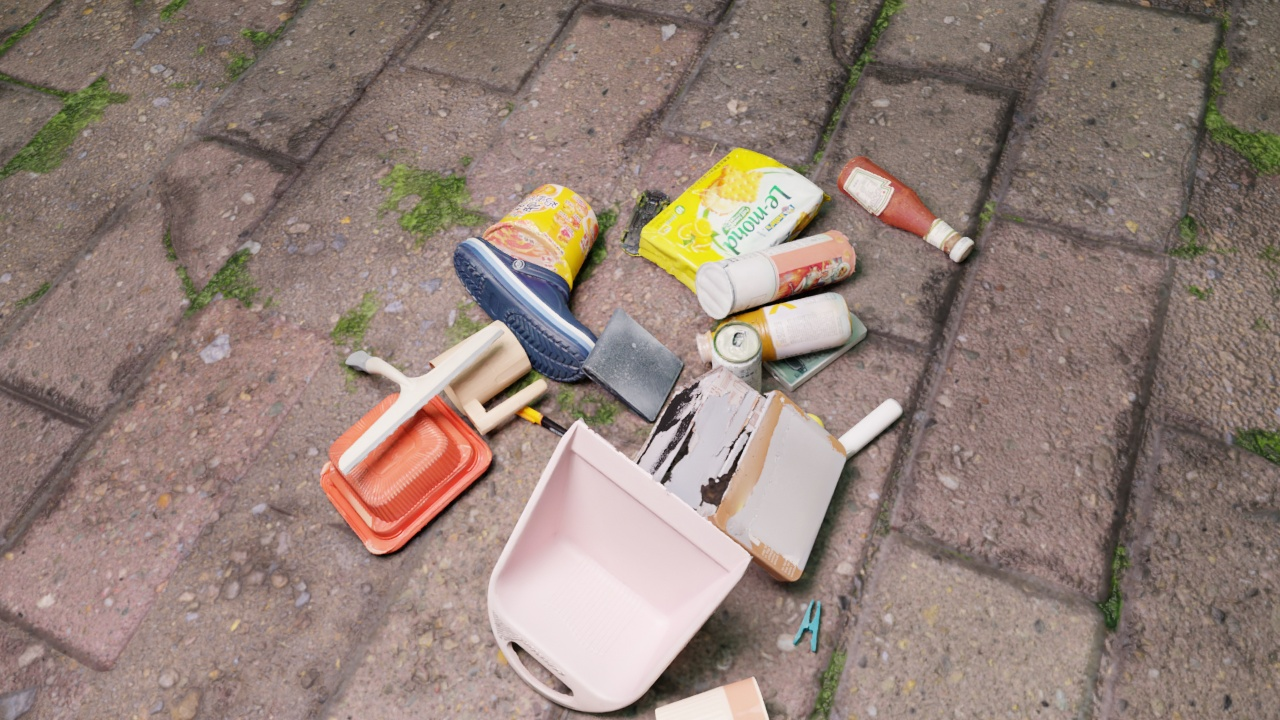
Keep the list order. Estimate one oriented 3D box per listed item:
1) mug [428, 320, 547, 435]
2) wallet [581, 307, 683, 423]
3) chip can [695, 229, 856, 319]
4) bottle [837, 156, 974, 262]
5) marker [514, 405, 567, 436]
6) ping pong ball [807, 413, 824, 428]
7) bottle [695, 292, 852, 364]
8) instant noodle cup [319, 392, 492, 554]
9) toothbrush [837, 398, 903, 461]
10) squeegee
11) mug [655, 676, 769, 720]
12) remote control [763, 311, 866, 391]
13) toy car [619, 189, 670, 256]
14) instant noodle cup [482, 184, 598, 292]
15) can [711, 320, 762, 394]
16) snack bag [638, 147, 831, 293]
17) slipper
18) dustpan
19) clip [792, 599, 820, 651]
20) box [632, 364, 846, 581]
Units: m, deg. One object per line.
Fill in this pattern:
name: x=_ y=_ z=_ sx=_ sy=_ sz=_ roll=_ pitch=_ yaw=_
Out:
mug: x=-0.192 y=0.022 z=1.165 sx=0.103 sy=0.084 sz=0.124 roll=-35 pitch=63 yaw=-17
wallet: x=-0.007 y=0.007 z=1.147 sx=0.121 sy=0.019 sz=0.097 roll=40 pitch=63 yaw=-21
chip can: x=0.175 y=-0.113 z=1.168 sx=0.214 sy=0.071 sz=0.071 roll=-18 pitch=55 yaw=-31
bottle: x=0.362 y=-0.205 z=1.253 sx=0.059 sy=0.060 sz=0.206 roll=-40 pitch=64 yaw=-17
marker: x=-0.113 y=0.083 z=1.154 sx=0.124 sy=0.018 sz=0.015 roll=27 pitch=64 yaw=20
ping pong ball: x=0.201 y=0.084 z=1.102 sx=0.040 sy=0.040 sz=0.040 roll=-3 pitch=58 yaw=5
bottle: x=0.165 y=-0.034 z=1.142 sx=0.189 sy=0.068 sz=0.068 roll=-13 pitch=57 yaw=6
instant noodle cup: x=-0.297 y=0.122 z=1.117 sx=0.188 sy=0.079 sz=0.164 roll=-44 pitch=60 yaw=-14
toothbrush: x=0.224 y=0.118 z=1.086 sx=0.220 sy=0.027 sz=0.026 roll=-36 pitch=39 yaw=-15
squeegee: x=-0.324 y=0.012 z=1.143 sx=0.246 sy=0.039 sz=0.247 roll=-44 pitch=33 yaw=-21
mug: x=0.080 y=0.387 z=0.913 sx=0.106 sy=0.081 sz=0.114 roll=-16 pitch=87 yaw=-1
remote control: x=0.224 y=-0.017 z=1.175 sx=0.135 sy=0.019 sz=0.056 roll=-34 pitch=59 yaw=-14
toy car: x=0.008 y=-0.193 z=1.304 sx=0.048 sy=0.032 sz=0.105 roll=18 pitch=74 yaw=17
instant noodle cup: x=-0.128 y=-0.165 z=1.248 sx=0.138 sy=0.138 sz=0.109 roll=20 pitch=54 yaw=18
can: x=0.115 y=0.015 z=1.092 sx=0.058 sy=0.147 sz=0.058 roll=-3 pitch=58 yaw=5
snack bag: x=0.127 y=-0.185 z=1.263 sx=0.158 sy=0.068 sz=0.246 roll=37 pitch=69 yaw=26
slipper: x=-0.140 y=-0.073 z=1.200 sx=0.253 sy=0.105 sz=0.095 roll=41 pitch=62 yaw=17
dustpan: x=-0.044 y=0.235 z=0.929 sx=0.222 sy=0.274 sz=0.138 roll=35 pitch=50 yaw=14
clip: x=0.184 y=0.286 z=0.994 sx=0.050 sy=0.015 sz=0.056 roll=12 pitch=62 yaw=17
box: x=0.110 y=0.133 z=1.044 sx=0.193 sy=0.157 sz=0.182 roll=38 pitch=64 yaw=-12
